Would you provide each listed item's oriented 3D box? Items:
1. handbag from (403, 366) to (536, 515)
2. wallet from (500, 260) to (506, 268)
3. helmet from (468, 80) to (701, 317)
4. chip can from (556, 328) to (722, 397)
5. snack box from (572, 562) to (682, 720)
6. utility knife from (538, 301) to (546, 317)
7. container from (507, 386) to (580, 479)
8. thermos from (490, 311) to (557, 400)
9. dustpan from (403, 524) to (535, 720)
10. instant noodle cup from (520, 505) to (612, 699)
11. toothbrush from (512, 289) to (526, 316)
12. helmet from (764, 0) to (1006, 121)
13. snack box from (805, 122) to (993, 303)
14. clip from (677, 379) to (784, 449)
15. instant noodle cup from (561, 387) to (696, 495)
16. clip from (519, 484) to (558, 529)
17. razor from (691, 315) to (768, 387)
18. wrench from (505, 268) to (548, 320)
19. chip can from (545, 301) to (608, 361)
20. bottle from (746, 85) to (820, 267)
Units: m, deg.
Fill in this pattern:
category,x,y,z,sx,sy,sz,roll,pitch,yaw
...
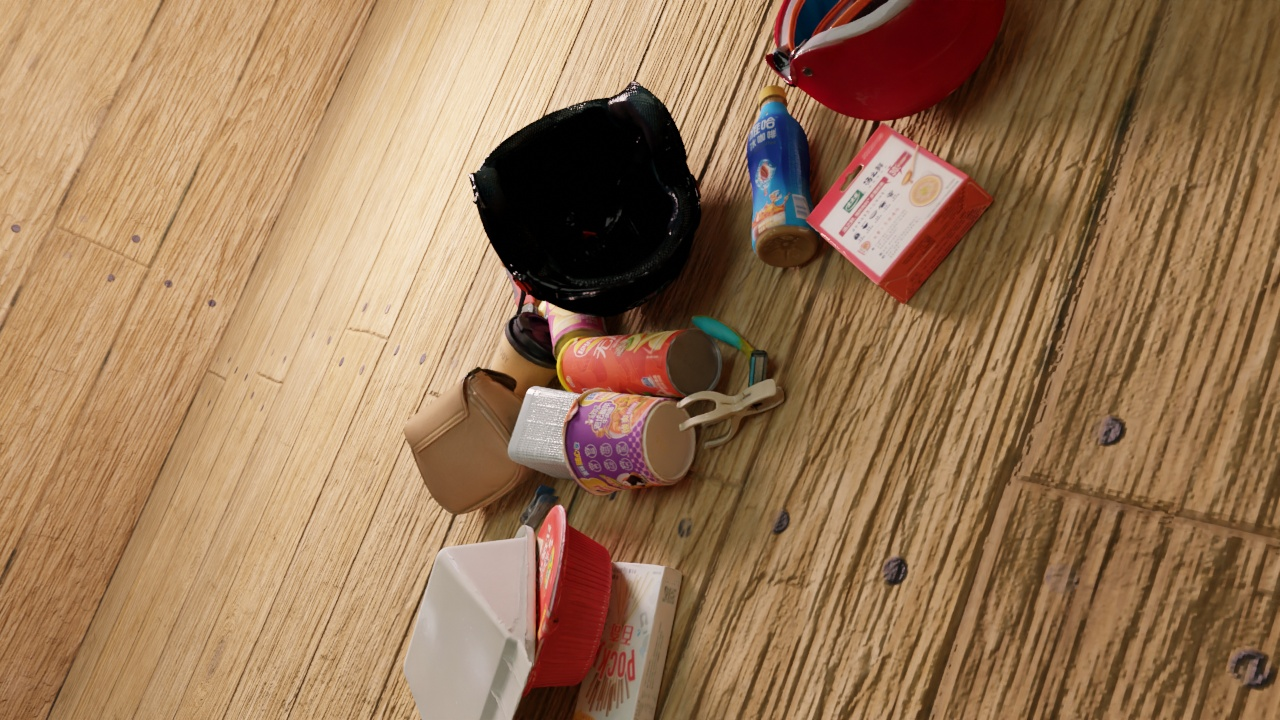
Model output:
category,x,y,z,sx,sy,sz,roll,pitch,yaw
handbag,-0.198,0.098,1.125,0.205,0.148,0.099,-32,2,42
wallet,-0.147,-0.186,1.328,0.101,0.020,0.115,-2,55,48
helmet,-0.051,-0.161,1.027,0.233,0.230,0.274,-31,63,-5
chip can,-0.006,0.006,0.980,0.217,0.073,0.073,-2,67,55
snack box,-0.012,0.271,0.865,0.085,0.027,0.156,-10,60,50
utility knife,-0.151,-0.047,1.258,0.196,0.020,0.031,-51,30,6
container,-0.072,0.084,1.012,0.112,0.090,0.090,2,70,50
thermos,-0.151,0.011,1.162,0.144,0.093,0.093,-54,35,28
dustpan,-0.139,0.293,0.935,0.258,0.142,0.223,41,119,45
instant noodle cup,-0.077,0.242,0.895,0.194,0.066,0.194,-166,91,-77
toothbrush,-0.145,-0.117,1.195,0.016,0.014,0.190,-90,16,-62
helmet,0.230,-0.310,0.834,0.207,0.144,0.239,-46,23,17
snack box,0.223,-0.131,0.806,0.113,0.044,0.127,-52,37,16
clip,0.076,0.044,0.865,0.103,0.092,0.034,-43,38,44
instant noodle cup,-0.006,0.082,0.918,0.099,0.111,0.111,-3,66,42
clip,-0.120,0.173,1.071,0.058,0.026,0.038,-53,44,16
razor,0.089,-0.017,0.919,0.132,0.028,0.043,-136,38,-53
wrench,-0.165,-0.101,1.300,0.056,0.016,0.273,-50,31,12
chip can,-0.088,-0.087,1.157,0.072,0.071,0.210,-42,40,27
bottle,0.141,-0.196,0.936,0.065,0.065,0.218,-31,46,38
